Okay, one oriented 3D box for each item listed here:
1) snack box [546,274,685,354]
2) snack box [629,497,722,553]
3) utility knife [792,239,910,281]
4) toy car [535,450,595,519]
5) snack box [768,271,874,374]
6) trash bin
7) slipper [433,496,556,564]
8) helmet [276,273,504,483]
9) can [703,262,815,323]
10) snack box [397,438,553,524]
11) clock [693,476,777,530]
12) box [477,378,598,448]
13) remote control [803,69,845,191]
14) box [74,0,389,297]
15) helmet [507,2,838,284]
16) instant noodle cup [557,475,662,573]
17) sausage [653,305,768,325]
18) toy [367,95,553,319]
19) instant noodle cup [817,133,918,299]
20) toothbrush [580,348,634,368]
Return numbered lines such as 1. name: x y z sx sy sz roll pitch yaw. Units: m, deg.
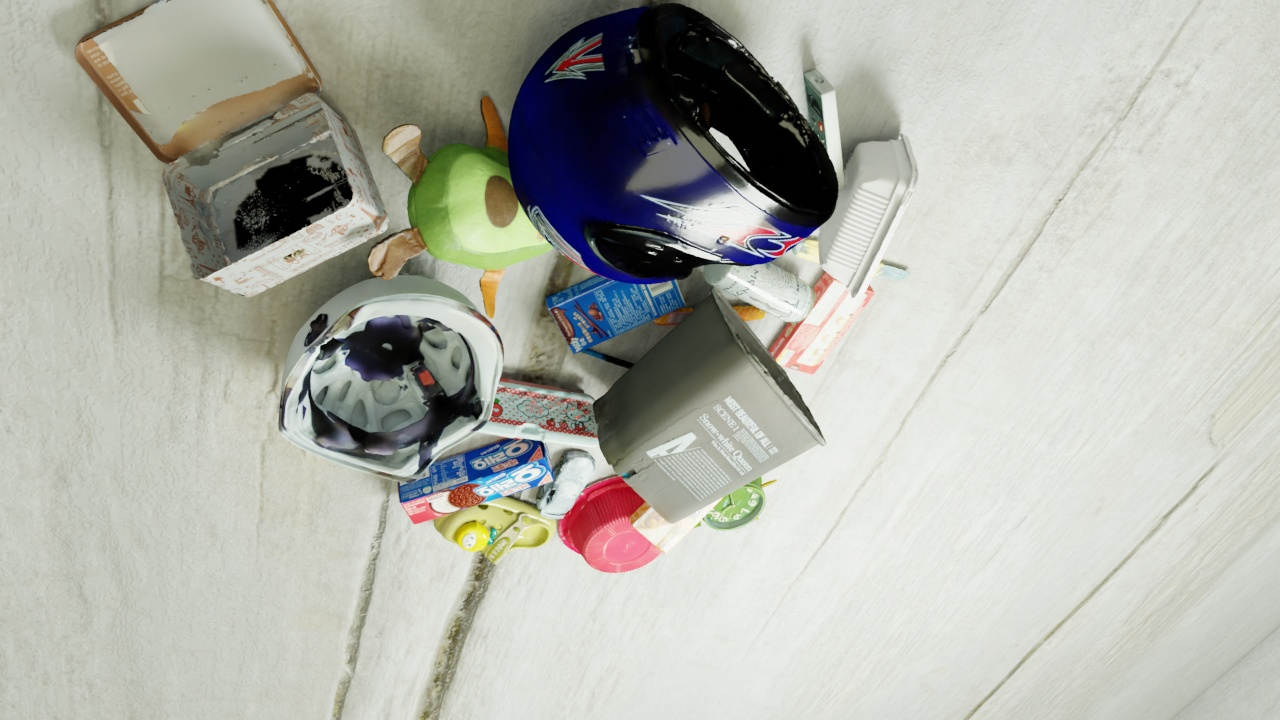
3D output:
1. snack box: -0.030 -0.073 1.140 0.157 0.026 0.084 -23 133 3
2. snack box: 0.063 0.205 1.340 0.154 0.026 0.075 -45 110 4
3. utility knife: 0.275 -0.130 1.200 0.195 0.020 0.031 8 133 -29
4. toy car: -0.108 0.182 1.333 0.054 0.036 0.121 16 120 -28
5. snack box: 0.244 -0.050 1.249 0.075 0.025 0.153 13 125 -28
6. trash bin: 0.075 0.065 1.133 0.220 0.198 0.199 -37 116 11
7. slipper: -0.203 0.248 1.331 0.190 0.081 0.092 17 120 -33
8. helmet: -0.283 0.000 1.042 0.229 0.145 0.259 26 112 -36
9. can: 0.150 -0.097 1.155 0.146 0.058 0.058 23 120 -32
10. snack box: -0.225 0.160 1.260 0.207 0.057 0.058 -18 136 -3
11. clock: 0.122 0.210 1.416 0.161 0.056 0.116 3 128 -19
12. box: -0.154 0.079 1.183 0.201 0.101 0.095 10 125 -24
13. remote control: 0.208 -0.256 1.036 0.019 0.056 0.135 -19 134 -1
14. box: -0.374 -0.208 0.868 0.179 0.130 0.272 -24 104 4
15. helmet: 0.015 -0.190 0.911 0.241 0.246 0.315 -27 143 37
16. instant noodle cup: -0.027 0.262 1.409 0.193 0.065 0.194 -10 132 -11
17. sausage: 0.090 -0.059 1.194 0.165 0.021 0.021 -3 131 -15
18. toy: -0.164 -0.156 0.944 0.246 0.090 0.227 -8 105 -50
19. instant noodle cup: 0.260 -0.175 1.084 0.060 0.137 0.174 15 126 -2
20. toothbrush: -0.007 0.007 1.227 0.189 0.014 0.016 20 120 -30
